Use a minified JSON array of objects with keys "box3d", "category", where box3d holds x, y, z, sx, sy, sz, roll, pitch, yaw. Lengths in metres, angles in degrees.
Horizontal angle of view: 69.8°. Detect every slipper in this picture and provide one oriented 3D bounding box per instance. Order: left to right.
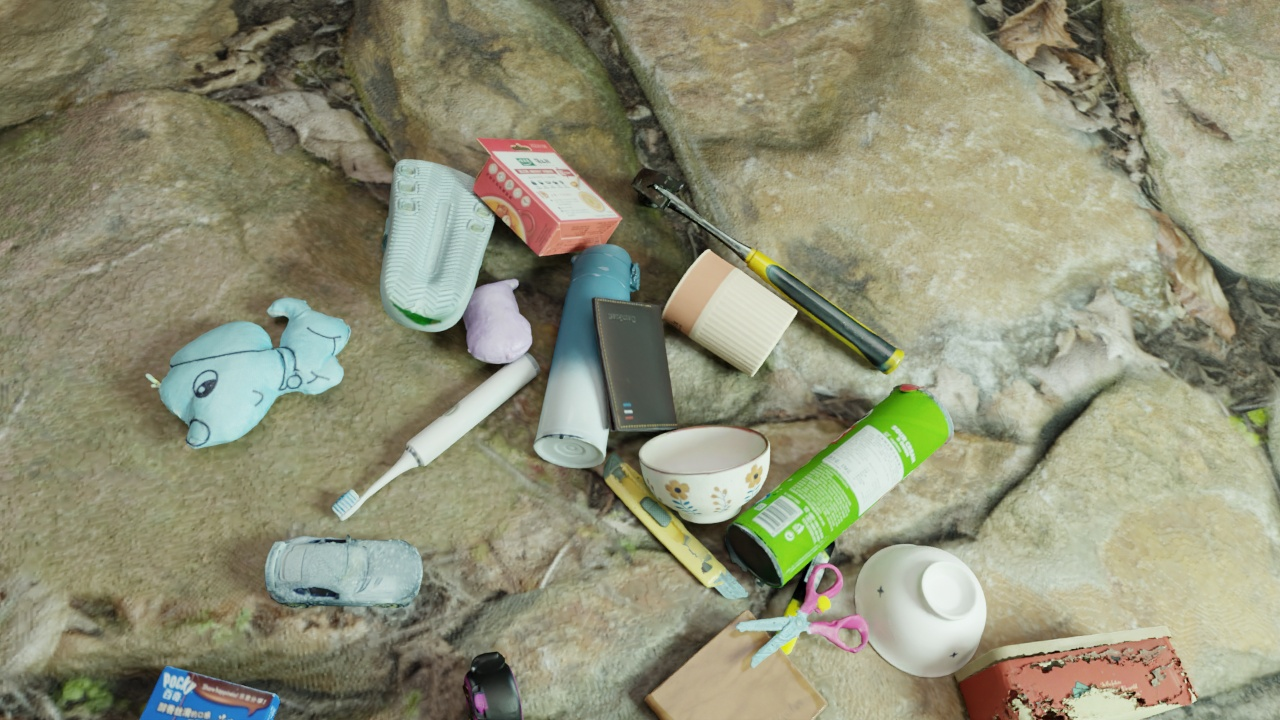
[{"box3d":[-0.196,-0.107,0.872,0.104,0.074,0.244,12,42,-15],"category":"slipper"}]

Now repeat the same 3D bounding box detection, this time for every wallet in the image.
[{"box3d":[-0.005,0.005,0.833,0.096,0.020,0.122,6,72,-54],"category":"wallet"},{"box3d":[0.077,0.273,0.735,0.115,0.020,0.101,-37,74,-18],"category":"wallet"}]

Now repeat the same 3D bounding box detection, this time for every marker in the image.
[{"box3d":[0.143,0.202,0.800,0.018,0.015,0.123,32,57,3],"category":"marker"}]

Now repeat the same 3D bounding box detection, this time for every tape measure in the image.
[{"box3d":[-0.113,0.258,0.692,0.039,0.057,0.057,-10,47,-20],"category":"tape measure"}]

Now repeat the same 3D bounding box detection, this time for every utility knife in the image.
[{"box3d":[0.027,0.149,0.810,0.030,0.019,0.173,-40,79,-21],"category":"utility knife"}]

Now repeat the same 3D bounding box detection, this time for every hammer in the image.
[{"box3d":[0.125,-0.091,0.920,0.323,0.126,0.032,37,95,3],"category":"hammer"}]

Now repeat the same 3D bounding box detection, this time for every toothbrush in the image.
[{"box3d":[-0.176,0.065,0.808,0.220,0.027,0.026,-41,105,-27],"category":"toothbrush"}]

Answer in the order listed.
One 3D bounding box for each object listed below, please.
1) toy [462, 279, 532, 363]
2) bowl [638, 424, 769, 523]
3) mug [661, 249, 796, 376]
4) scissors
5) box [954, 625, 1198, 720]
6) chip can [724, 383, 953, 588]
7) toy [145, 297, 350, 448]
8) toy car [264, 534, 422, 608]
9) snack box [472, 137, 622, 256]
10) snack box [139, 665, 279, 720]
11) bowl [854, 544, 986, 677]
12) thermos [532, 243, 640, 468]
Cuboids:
[{"box3d":[-0.141,-0.037,0.860,0.083,0.039,0.108,-16,48,-16],"category":"toy"},{"box3d":[0.058,0.103,0.799,0.113,0.113,0.062,-12,105,-17],"category":"bowl"},{"box3d":[0.092,-0.050,0.903,0.106,0.082,0.114,35,31,8],"category":"mug"},{"box3d":[0.138,0.226,0.762,0.136,0.017,0.096,-27,77,-38],"category":"scissors"},{"box3d":[0.359,0.276,0.753,0.168,0.091,0.079,-4,58,-13],"category":"box"},{"box3d":[0.181,0.109,0.825,0.235,0.072,0.072,-34,72,-25],"category":"chip can"},{"box3d":[-0.339,0.007,0.797,0.156,0.050,0.161,4,55,-11],"category":"toy"},{"box3d":[-0.236,0.169,0.733,0.120,0.037,0.054,5,59,-12],"category":"toy car"},{"box3d":[-0.099,-0.164,0.915,0.127,0.044,0.113,46,30,16],"category":"snack box"},{"box3d":[-0.326,0.304,0.642,0.084,0.026,0.156,15,59,-2],"category":"snack box"},{"box3d":[0.252,0.205,0.789,0.118,0.065,0.118,5,60,-9],"category":"bowl"},{"box3d":[-0.047,-0.011,0.854,0.070,0.070,0.220,12,59,-4],"category":"thermos"}]
